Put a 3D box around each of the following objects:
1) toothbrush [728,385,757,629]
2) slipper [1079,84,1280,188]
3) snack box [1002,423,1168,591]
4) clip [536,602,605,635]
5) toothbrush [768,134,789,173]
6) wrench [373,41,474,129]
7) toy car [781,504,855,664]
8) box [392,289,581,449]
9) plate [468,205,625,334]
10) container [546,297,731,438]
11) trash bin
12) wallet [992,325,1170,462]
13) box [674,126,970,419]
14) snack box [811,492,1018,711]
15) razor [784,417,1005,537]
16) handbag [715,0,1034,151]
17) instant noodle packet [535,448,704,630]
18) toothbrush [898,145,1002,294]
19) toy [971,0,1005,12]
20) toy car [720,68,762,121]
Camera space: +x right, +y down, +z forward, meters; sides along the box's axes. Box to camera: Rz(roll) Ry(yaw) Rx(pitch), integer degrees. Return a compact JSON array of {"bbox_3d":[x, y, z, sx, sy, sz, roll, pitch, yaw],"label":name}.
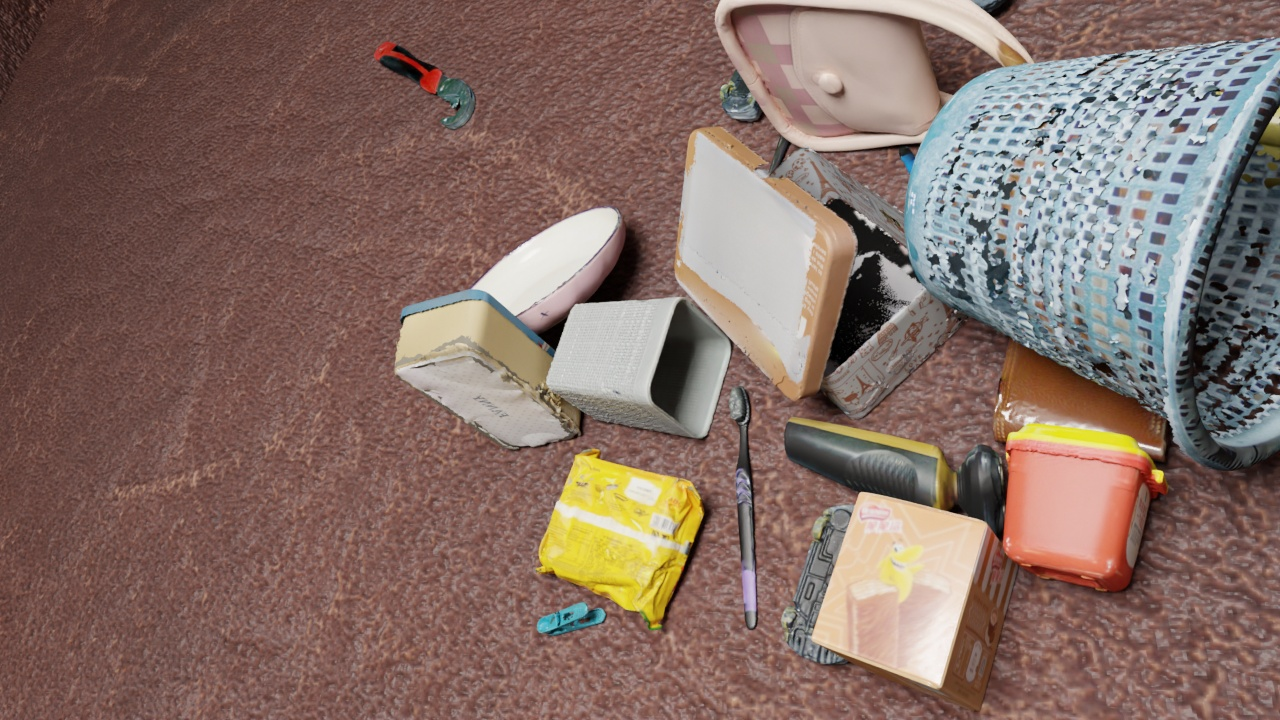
[{"bbox_3d":[0.076,0.103,0.679,0.014,0.016,0.188,-15,59,26],"label":"toothbrush"},{"bbox_3d":[0.368,-0.130,0.583,0.191,0.091,0.082,25,120,31],"label":"slipper"},{"bbox_3d":[0.251,0.086,0.525,0.082,0.091,0.080,6,75,36],"label":"snack box"},{"bbox_3d":[-0.055,0.200,0.708,0.056,0.040,0.014,-25,52,29],"label":"clip"},{"bbox_3d":[0.124,-0.191,0.812,0.016,0.018,0.180,9,69,40],"label":"toothbrush"},{"bbox_3d":[-0.280,-0.363,1.176,0.056,0.016,0.273,-48,50,1],"label":"wrench"},{"bbox_3d":[0.131,0.147,0.607,0.049,0.031,0.105,12,73,37],"label":"toy car"},{"bbox_3d":[-0.123,0.010,0.753,0.090,0.184,0.061,-11,56,23],"label":"box"},{"bbox_3d":[-0.090,-0.069,0.835,0.193,0.039,0.192,-29,25,14],"label":"plate"},{"bbox_3d":[-0.004,0.004,0.740,0.114,0.090,0.090,3,66,38],"label":"container"},{"bbox_3d":[0.268,-0.080,0.507,0.226,0.226,0.195,-55,38,-4],"label":"trash bin"},{"bbox_3d":[0.287,0.002,0.585,0.101,0.032,0.124,5,66,35],"label":"wallet"},{"bbox_3d":[0.106,-0.076,0.652,0.153,0.178,0.182,-44,50,3],"label":"box"},{"bbox_3d":[0.165,0.143,0.545,0.077,0.092,0.094,11,71,37],"label":"snack box"},{"bbox_3d":[0.168,0.069,0.620,0.168,0.062,0.067,15,43,44],"label":"razor"},{"bbox_3d":[0.185,-0.223,0.680,0.234,0.193,0.093,26,82,35],"label":"handbag"},{"bbox_3d":[-0.015,0.133,0.704,0.129,0.044,0.110,13,79,41],"label":"instant noodle packet"},{"bbox_3d":[0.232,-0.102,0.691,0.014,0.016,0.189,-25,52,13],"label":"toothbrush"},{"bbox_3d":[0.314,-0.353,0.737,0.357,0.091,0.138,-2,91,34],"label":"toy"},{"bbox_3d":[0.108,-0.262,0.850,0.043,0.034,0.090,10,68,40],"label":"toy car"}]
